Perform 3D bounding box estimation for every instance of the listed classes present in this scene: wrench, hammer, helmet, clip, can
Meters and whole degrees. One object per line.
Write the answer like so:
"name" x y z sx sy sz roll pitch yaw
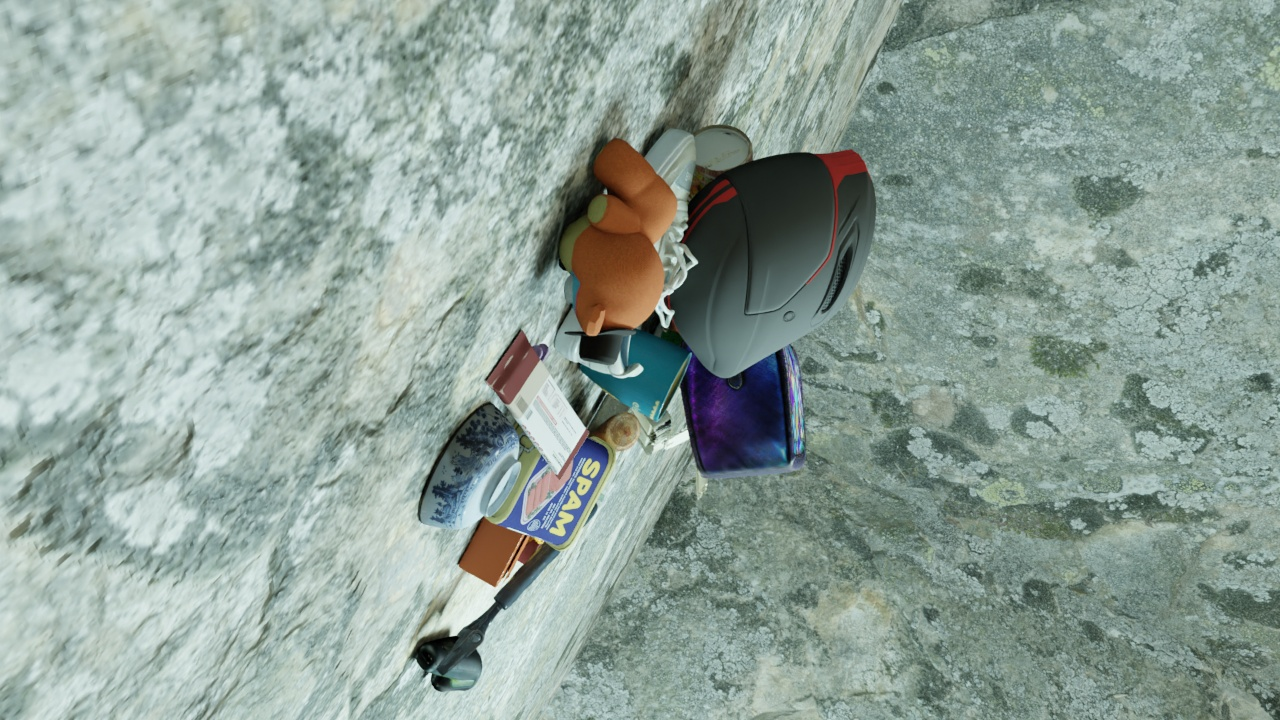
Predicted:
"wrench" -0.129 0.240 1.003 0.272 0.022 0.074 -43 -178 -42
"hammer" -0.043 0.098 1.076 0.157 0.037 0.301 -61 -176 -13
"helmet" 0.110 -0.100 0.938 0.164 0.169 0.265 -114 -145 -48
"clip" -0.098 0.008 0.812 0.052 0.013 0.035 -62 170 13
"can" -0.091 0.115 0.884 0.092 0.056 0.116 31 85 -42

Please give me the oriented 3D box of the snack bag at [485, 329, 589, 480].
"snack bag" -0.086 0.042 0.799 0.056 0.013 0.158 -58 145 -24

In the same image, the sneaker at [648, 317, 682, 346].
"sneaker" 0.061 -0.060 1.324 0.079 0.084 0.234 -37 -164 47

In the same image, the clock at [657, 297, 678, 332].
"clock" 0.061 -0.100 1.185 0.157 0.073 0.121 -47 159 -45

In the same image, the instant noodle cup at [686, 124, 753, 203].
"instant noodle cup" 0.086 -0.198 1.014 0.097 0.098 0.109 -58 162 -27

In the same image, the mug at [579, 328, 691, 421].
"mug" -0.006 0.006 1.020 0.084 0.104 0.112 -65 173 6

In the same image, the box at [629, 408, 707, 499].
"box" 0.059 0.091 1.257 0.106 0.193 0.144 -30 167 -12

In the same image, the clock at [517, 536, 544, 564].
"clock" -0.123 0.194 1.092 0.087 0.044 0.125 -48 162 -58

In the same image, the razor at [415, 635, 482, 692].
"razor" -0.214 0.332 0.998 0.067 0.054 0.151 -42 161 -9

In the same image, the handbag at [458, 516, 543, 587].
"handbag" -0.116 0.152 0.982 0.172 0.060 0.109 -62 175 -3

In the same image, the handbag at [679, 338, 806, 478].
"handbag" 0.129 0.029 1.126 0.204 0.126 0.222 15 69 -74

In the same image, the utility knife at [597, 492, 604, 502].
"utility knife" -0.069 0.168 1.219 0.022 0.015 0.151 -54 -164 -2

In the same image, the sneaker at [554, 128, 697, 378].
"sneaker" 0.011 -0.096 0.871 0.242 0.091 0.089 -64 170 4

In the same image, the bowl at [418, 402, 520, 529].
"bowl" -0.132 0.096 0.765 0.114 0.045 0.114 -60 170 -17

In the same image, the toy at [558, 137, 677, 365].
"toy" -0.018 -0.084 0.743 0.112 0.096 0.176 41 48 -81

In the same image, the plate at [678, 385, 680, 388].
"plate" 0.102 -0.067 1.193 0.229 0.021 0.230 -54 163 -25
